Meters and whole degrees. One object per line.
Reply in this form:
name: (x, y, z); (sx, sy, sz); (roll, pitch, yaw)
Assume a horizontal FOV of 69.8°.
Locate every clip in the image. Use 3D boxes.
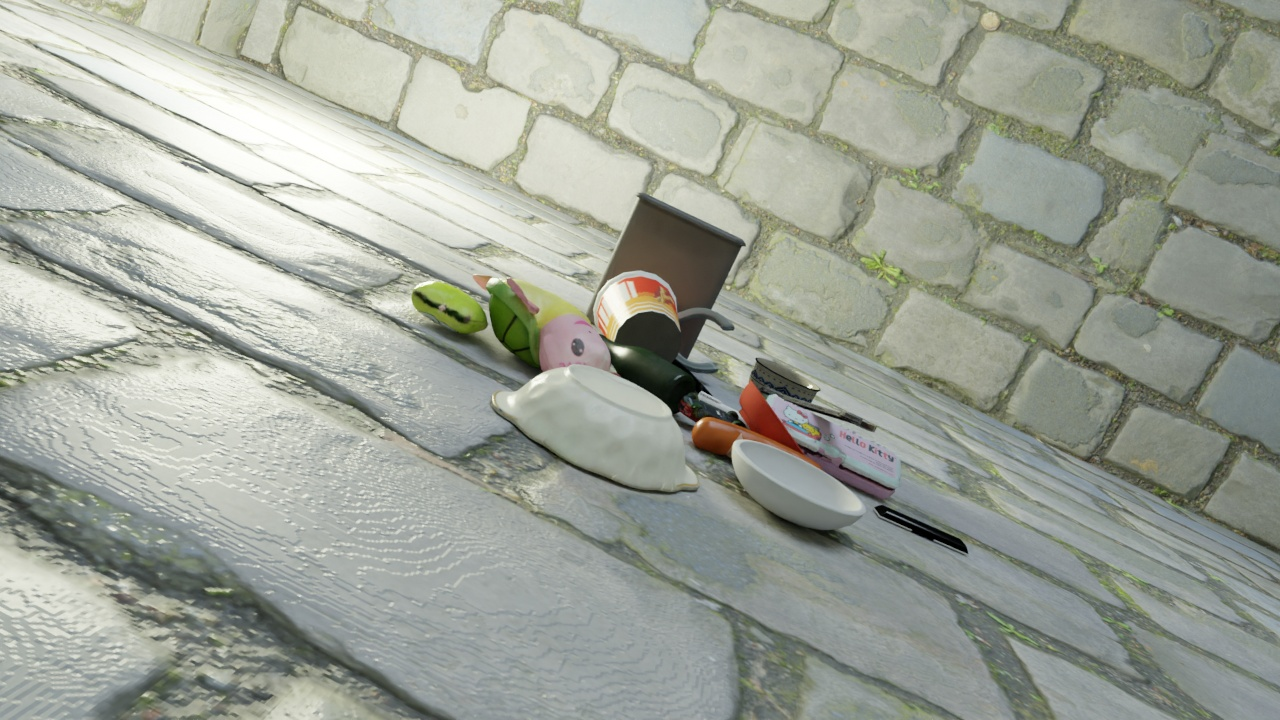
clip: (0.051, -0.017, 1.420); (0.172, 0.143, 0.029); (11, -14, 7)

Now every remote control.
remote control: (0.345, 0.206, 1.123); (0.124, 0.012, 0.028); (24, 11, -6)
remote control: (0.060, 0.018, 1.345); (0.041, 0.020, 0.152); (48, -5, -38)

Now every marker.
marker: (0.136, 0.078, 1.241); (0.133, 0.020, 0.017); (26, 25, 4)

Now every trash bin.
trash bin: (0.038, -0.133, 1.489); (0.192, 0.220, 0.097); (25, 11, 0)

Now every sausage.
sausage: (0.135, 0.107, 1.049); (0.164, 0.039, 0.044); (24, 36, -9)

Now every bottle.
bottle: (-0.007, 0.007, 1.173); (0.055, 0.055, 0.174); (13, 15, -48)

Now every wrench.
wrench: (0.238, 0.065, 1.252); (0.070, 0.010, 0.273); (26, -2, -17)

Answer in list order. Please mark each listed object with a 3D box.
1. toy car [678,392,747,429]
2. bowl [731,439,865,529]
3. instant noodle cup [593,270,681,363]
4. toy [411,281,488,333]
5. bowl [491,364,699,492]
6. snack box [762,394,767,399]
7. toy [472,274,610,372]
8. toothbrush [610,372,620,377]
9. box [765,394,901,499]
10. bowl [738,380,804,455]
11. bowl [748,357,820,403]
toy car: (0.087, 0.071, 1.113); (0.091, 0.036, 0.042); (30, 14, -16)
bowl: (0.155, 0.136, 0.947); (0.149, 0.043, 0.149); (24, 11, -5)
instant noodle cup: (0.001, -0.049, 1.304); (0.123, 0.124, 0.121); (22, 19, -18)
toy: (-0.214, -0.060, 1.053); (0.092, 0.046, 0.115); (27, 4, 3)
bowl: (-0.031, 0.054, 0.881); (0.219, 0.060, 0.188); (22, 10, -11)
snack box: (0.204, 0.090, 1.322); (0.080, 0.025, 0.147); (26, 11, 4)
toy: (-0.112, -0.035, 1.047); (0.238, 0.087, 0.190); (39, -5, 38)
toothbrush: (-0.011, 0.037, 1.035); (0.016, 0.015, 0.184); (-4, -12, 15)
box: (0.251, 0.110, 1.214); (0.202, 0.045, 0.086); (26, 39, 2)
bowl: (0.156, 0.084, 1.120); (0.122, 0.035, 0.122); (54, 4, -6)
bowl: (0.225, 0.047, 1.482); (0.115, 0.059, 0.115); (24, 11, -5)
